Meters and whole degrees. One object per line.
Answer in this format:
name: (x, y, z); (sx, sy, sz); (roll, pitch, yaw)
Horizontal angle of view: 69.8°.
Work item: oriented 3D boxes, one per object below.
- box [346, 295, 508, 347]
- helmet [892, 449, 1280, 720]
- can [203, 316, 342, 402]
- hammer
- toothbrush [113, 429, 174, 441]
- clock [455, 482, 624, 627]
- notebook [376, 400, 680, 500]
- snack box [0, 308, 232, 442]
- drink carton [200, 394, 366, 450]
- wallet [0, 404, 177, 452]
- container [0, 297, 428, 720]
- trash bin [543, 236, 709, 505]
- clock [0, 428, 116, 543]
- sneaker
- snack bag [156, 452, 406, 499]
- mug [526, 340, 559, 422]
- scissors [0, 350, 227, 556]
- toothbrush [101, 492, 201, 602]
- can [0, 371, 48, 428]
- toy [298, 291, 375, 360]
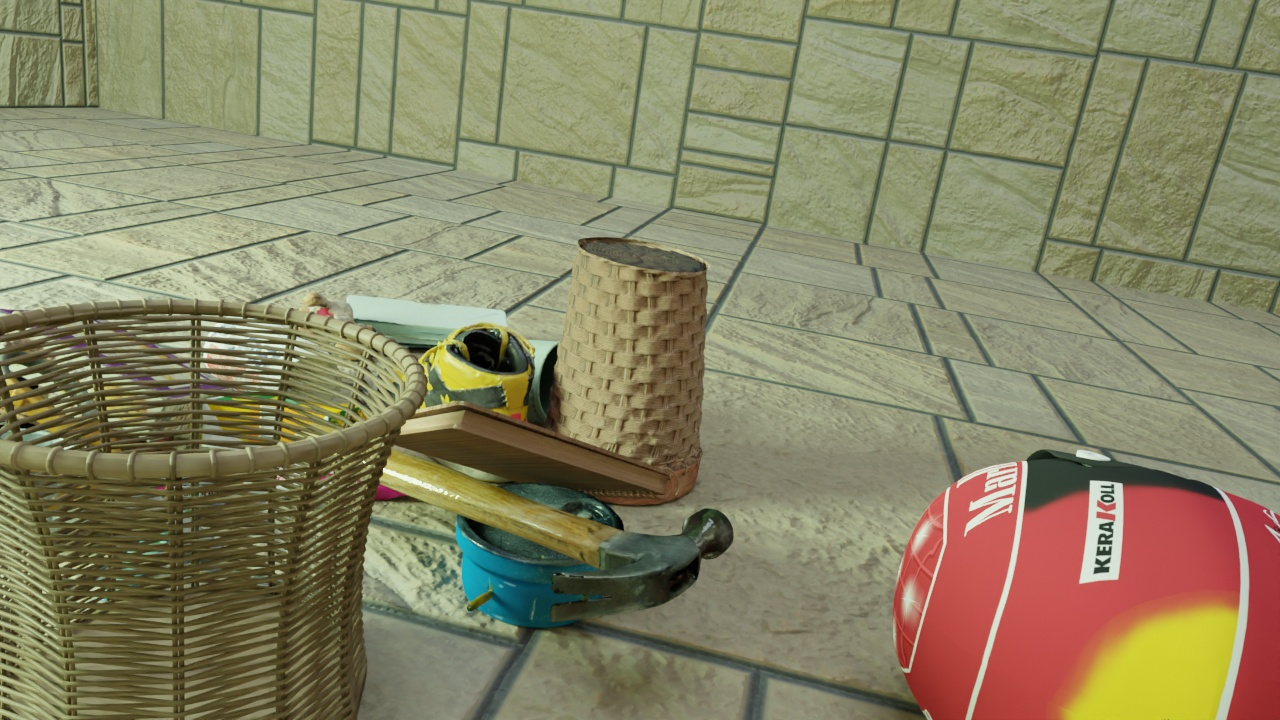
box: (-0.264, -0.041, 1.133); (0.198, 0.070, 0.085); (4, -1, -18)
helmet: (0.262, 0.153, 0.526); (0.225, 0.198, 0.270); (15, 10, 19)
can: (-0.356, 0.006, 0.887); (0.136, 0.078, 0.078); (22, 22, 36)
hammer: (-0.114, 0.093, 0.616); (0.331, 0.033, 0.131); (13, 21, 30)
toothbrush: (-0.493, 0.051, 0.787); (0.184, 0.016, 0.015); (7, 11, 0)
clock: (-0.074, 0.130, 0.664); (0.116, 0.060, 0.161); (5, 16, -8)
notebook: (-0.092, 0.072, 0.687); (0.169, 0.022, 0.211); (21, -16, -26)
snack box: (-0.434, 0.009, 0.761); (0.143, 0.040, 0.148); (29, -1, -6)
drink carton: (-0.300, 0.056, 0.780); (0.122, 0.041, 0.058); (5, 5, 11)
wallet: (-0.433, 0.053, 0.708); (0.087, 0.013, 0.121); (8, -14, 33)
container: (-0.232, 0.092, 0.472); (0.227, 0.196, 0.226); (8, 17, -3)
trash bin: (-0.005, 0.005, 0.839); (0.151, 0.210, 0.151); (9, 18, -3)
clock: (-0.416, 0.088, 0.636); (0.117, 0.057, 0.083); (9, 16, -23)
sneaker: (-0.183, 0.015, 0.870); (0.085, 0.122, 0.239); (-7, 24, -44)
snack bag: (-0.288, 0.093, 0.749); (0.196, 0.016, 0.070); (3, 17, -17)
mug: (-0.120, 0.024, 0.966); (0.104, 0.084, 0.111); (4, -15, 28)
scissors: (-0.378, 0.065, 0.625); (0.226, 0.016, 0.224); (49, 22, 28)
toothbrush: (-0.329, 0.124, 0.626); (0.022, 0.017, 0.135); (11, 17, -5)
can: (-0.534, 0.041, 0.701); (0.072, 0.072, 0.128); (18, 20, 28)
toy: (-0.350, -0.029, 1.047); (0.106, 0.074, 0.085); (20, -35, -34)
